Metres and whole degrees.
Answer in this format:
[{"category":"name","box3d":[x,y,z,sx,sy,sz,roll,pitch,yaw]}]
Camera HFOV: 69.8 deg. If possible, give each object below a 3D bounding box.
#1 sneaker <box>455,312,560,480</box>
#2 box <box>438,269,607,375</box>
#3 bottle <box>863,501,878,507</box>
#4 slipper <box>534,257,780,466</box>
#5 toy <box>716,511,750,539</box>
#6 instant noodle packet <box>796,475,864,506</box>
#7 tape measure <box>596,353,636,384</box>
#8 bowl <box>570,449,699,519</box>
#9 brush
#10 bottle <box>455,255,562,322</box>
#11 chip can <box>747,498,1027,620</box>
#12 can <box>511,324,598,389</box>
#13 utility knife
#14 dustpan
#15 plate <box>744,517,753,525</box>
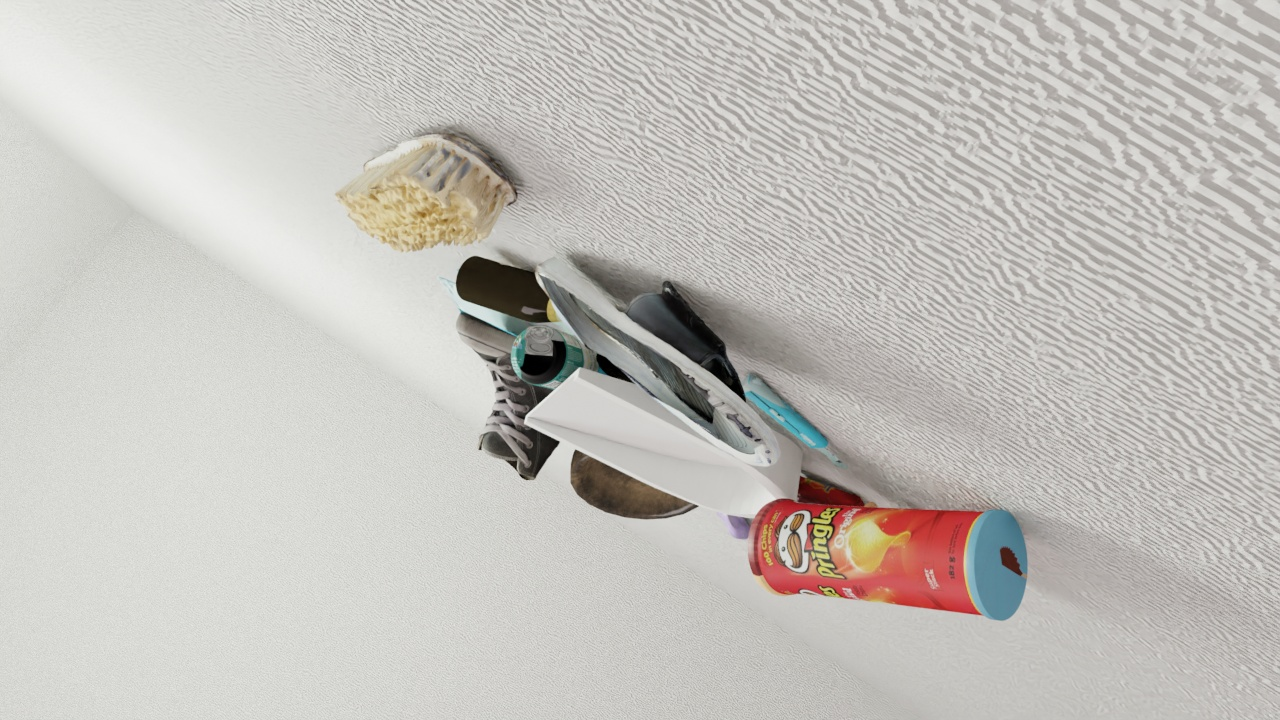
[{"category":"sneaker","box3d":[-0.149,0.042,1.017,0.095,0.119,0.235,24,162,29]},{"category":"box","box3d":[-0.124,-0.033,1.019,0.227,0.039,0.181,24,163,33]},{"category":"bottle","box3d":[0.245,0.172,0.833,0.109,0.063,0.063,33,167,1]},{"category":"slipper","box3d":[0.016,-0.015,0.713,0.264,0.063,0.111,33,160,39]},{"category":"toy","box3d":[0.114,0.194,1.224,0.099,0.036,0.080,55,-174,22]},{"category":"instant noodle packet","box3d":[0.204,0.166,0.962,0.099,0.039,0.135,23,162,39]},{"category":"tape measure","box3d":[-0.005,0.005,0.873,0.072,0.042,0.071,30,170,23]},{"category":"bowl","box3d":[0.002,0.115,1.066,0.162,0.070,0.162,4,141,3]},{"category":"brush","box3d":[-0.182,-0.135,0.752,0.083,0.056,0.272,42,164,-27]},{"category":"bottle","box3d":[-0.086,-0.054,0.847,0.185,0.045,0.045,18,162,26]},{"category":"chip can","box3d":[0.195,0.160,0.755,0.214,0.086,0.087,-7,140,48]},{"category":"can","box3d":[-0.078,0.000,0.864,0.055,0.055,0.101,29,-178,19]},{"category":"utility knife","box3d":[0.135,0.055,0.782,0.141,0.015,0.022,38,141,-25]},{"category":"dustpan","box3d":[0.029,0.093,0.885,0.257,0.053,0.192,17,159,-16]},{"category":"plate","box3d":[0.192,0.214,1.123,0.178,0.012,0.179,30,152,17]}]
